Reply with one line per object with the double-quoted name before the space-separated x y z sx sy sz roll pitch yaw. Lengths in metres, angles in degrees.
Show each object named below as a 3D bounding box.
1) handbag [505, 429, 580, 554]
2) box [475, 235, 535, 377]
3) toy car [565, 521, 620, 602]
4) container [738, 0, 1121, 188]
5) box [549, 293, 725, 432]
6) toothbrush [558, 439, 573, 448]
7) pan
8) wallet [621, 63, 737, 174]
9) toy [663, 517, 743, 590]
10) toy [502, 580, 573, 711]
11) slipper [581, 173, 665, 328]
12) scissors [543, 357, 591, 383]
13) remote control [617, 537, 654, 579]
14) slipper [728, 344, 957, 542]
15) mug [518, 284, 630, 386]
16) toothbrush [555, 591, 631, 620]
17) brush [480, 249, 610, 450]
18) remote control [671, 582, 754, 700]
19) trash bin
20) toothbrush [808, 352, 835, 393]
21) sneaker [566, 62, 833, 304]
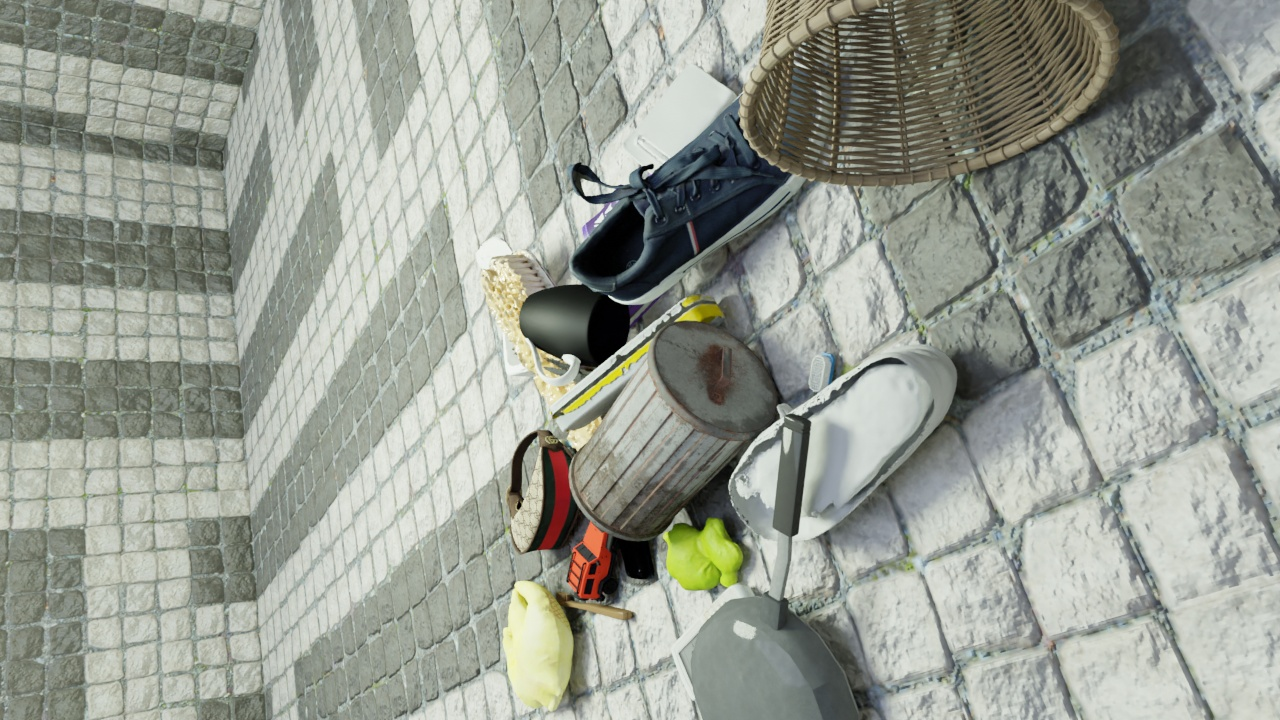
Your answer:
"handbag" -0.131 0.167 1.168 0.167 0.063 0.138 -66 35 39
"box" -0.143 -0.069 1.182 0.111 0.083 0.190 -21 88 52
"toy car" -0.053 0.228 1.057 0.051 0.048 0.100 33 115 52
"container" 0.176 -0.255 0.608 0.228 0.226 0.196 -25 61 53
"box" -0.005 0.006 0.929 0.210 0.064 0.033 -38 74 24
"toothbrush" -0.084 0.105 1.139 0.022 0.016 0.155 52 151 -19
"pan" 0.109 0.213 0.763 0.179 0.041 0.358 24 119 45
"wallet" 0.042 -0.237 0.930 0.116 0.032 0.086 -46 49 13
"toy" 0.061 0.192 0.906 0.094 0.036 0.094 54 126 34
"toy" -0.131 0.367 1.153 0.155 0.064 0.171 50 134 42
"slipper" -0.029 -0.111 1.007 0.267 0.084 0.107 -51 49 41
"scissors" -0.031 0.041 0.988 0.170 0.012 0.132 -11 97 21
"remote control" -0.020 0.168 1.003 0.041 0.020 0.152 -9 100 43
"slipper" 0.154 0.067 0.739 0.248 0.074 0.112 -50 57 42
"mug" -0.081 -0.027 0.971 0.100 0.085 0.118 10 60 29
"toothbrush" -0.060 0.293 1.095 0.167 0.016 0.016 -10 81 56
"brush" -0.098 -0.010 1.066 0.271 0.056 0.083 58 139 13
"remote control" 0.076 0.273 0.887 0.139 0.025 0.060 -57 45 38
"trash bin" 0.029 0.067 0.875 0.212 0.130 0.130 -54 47 40
"toothbrush" 0.148 0.075 0.801 0.016 0.014 0.167 21 107 54
"sneaker" 0.039 -0.163 0.832 0.295 0.127 0.120 -40 68 25
